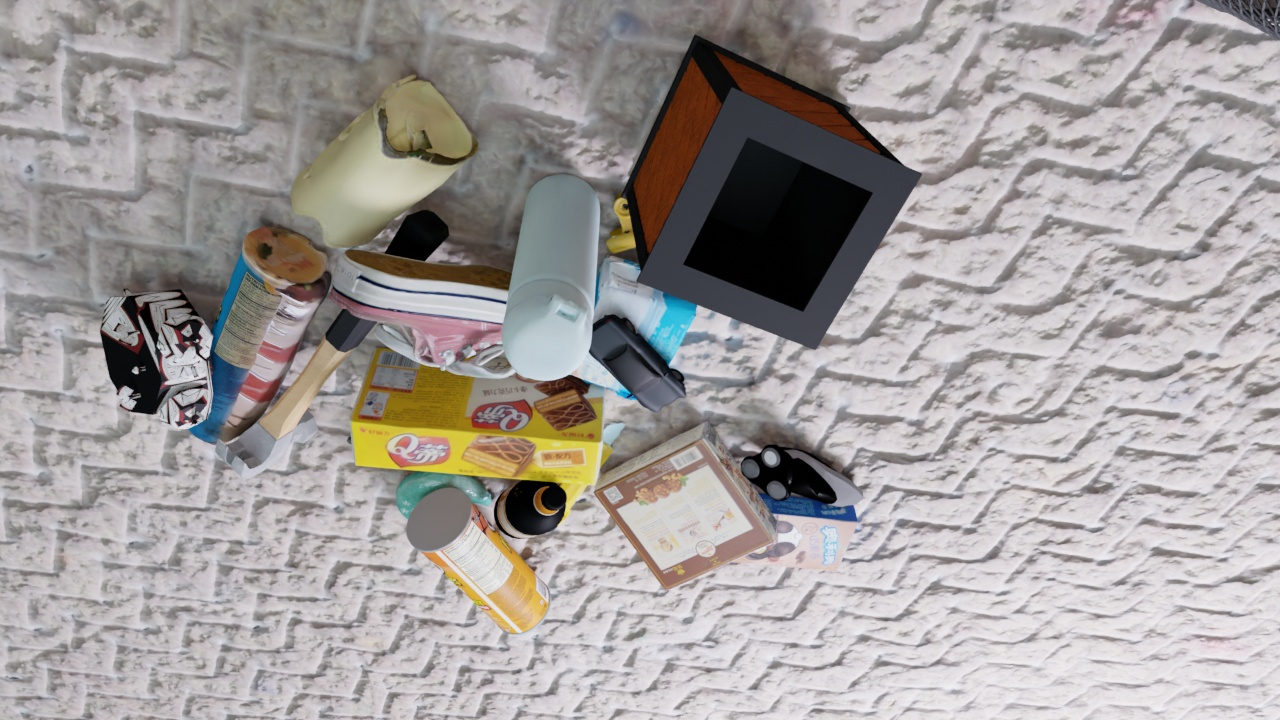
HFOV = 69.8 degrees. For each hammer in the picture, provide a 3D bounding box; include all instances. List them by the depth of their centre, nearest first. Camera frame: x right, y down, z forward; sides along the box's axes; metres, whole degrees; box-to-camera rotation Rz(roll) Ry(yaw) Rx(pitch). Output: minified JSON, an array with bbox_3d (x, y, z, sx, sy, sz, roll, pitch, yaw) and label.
[{"bbox_3d":[-0.278,-0.008,0.831,0.039,0.130,0.329,44,116,-1],"label":"hammer"}]

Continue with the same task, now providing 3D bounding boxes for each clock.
[{"bbox_3d":[-0.431,0.001,0.818,0.155,0.064,0.115,27,117,31],"label":"clock"}]

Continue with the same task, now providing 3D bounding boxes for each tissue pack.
[{"bbox_3d":[-0.011,-0.028,0.847,0.093,0.061,0.145,16,125,-13],"label":"tissue pack"}]

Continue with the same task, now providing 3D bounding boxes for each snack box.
[{"bbox_3d":[-0.151,0.053,0.883,0.230,0.109,0.062,5,129,-4],"label":"snack box"},{"bbox_3d":[0.049,0.159,0.986,0.143,0.041,0.147,-30,105,22],"label":"snack box"},{"bbox_3d":[0.162,0.195,1.047,0.151,0.034,0.087,6,129,-5],"label":"snack box"}]

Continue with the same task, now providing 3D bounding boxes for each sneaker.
[{"bbox_3d":[-0.149,-0.031,0.764,0.240,0.118,0.088,5,110,-48],"label":"sneaker"}]

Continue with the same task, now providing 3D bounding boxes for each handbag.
[{"bbox_3d":[-0.200,-0.154,0.711,0.119,0.111,0.081,-32,106,23],"label":"handbag"}]

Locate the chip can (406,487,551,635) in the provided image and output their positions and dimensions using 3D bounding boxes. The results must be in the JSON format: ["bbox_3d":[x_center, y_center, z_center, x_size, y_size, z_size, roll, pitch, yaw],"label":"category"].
[{"bbox_3d":[-0.176,0.230,1.029,0.075,0.075,0.215,-15,138,12],"label":"chip can"}]

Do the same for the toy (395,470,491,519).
[{"bbox_3d":[-0.223,0.150,1.015,0.105,0.033,0.085,-13,139,9],"label":"toy"}]

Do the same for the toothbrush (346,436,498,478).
[{"bbox_3d":[-0.231,0.103,0.987,0.167,0.012,0.013,17,120,-13],"label":"toothbrush"}]

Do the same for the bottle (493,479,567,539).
[{"bbox_3d":[-0.107,0.148,0.937,0.059,0.059,0.182,17,162,-14],"label":"bottle"}]

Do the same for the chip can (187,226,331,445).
[{"bbox_3d":[-0.359,-0.015,0.851,0.079,0.079,0.230,25,126,-19],"label":"chip can"}]

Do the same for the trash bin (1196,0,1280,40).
[{"bbox_3d":[0.458,-0.274,0.533,0.218,0.226,0.218,0,130,0],"label":"trash bin"}]

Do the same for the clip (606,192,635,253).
[{"bbox_3d":[-0.007,-0.118,0.794,0.054,0.044,0.049,-14,153,13],"label":"clip"}]

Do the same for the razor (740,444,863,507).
[{"bbox_3d":[0.180,0.128,0.983,0.156,0.060,0.057,16,143,-37],"label":"razor"}]

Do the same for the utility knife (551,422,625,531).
[{"bbox_3d":[-0.065,0.128,1.005,0.030,0.017,0.179,21,127,-22],"label":"utility knife"}]

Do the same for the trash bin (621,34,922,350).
[{"bbox_3d":[0.083,-0.128,0.676,0.139,0.171,0.140,20,116,-15],"label":"trash bin"}]

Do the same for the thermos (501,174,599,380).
[{"bbox_3d":[-0.067,-0.069,0.718,0.065,0.206,0.078,27,125,-21],"label":"thermos"}]

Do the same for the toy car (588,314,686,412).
[{"bbox_3d":[-0.005,0.005,0.809,0.046,0.034,0.112,-32,122,21],"label":"toy car"}]
